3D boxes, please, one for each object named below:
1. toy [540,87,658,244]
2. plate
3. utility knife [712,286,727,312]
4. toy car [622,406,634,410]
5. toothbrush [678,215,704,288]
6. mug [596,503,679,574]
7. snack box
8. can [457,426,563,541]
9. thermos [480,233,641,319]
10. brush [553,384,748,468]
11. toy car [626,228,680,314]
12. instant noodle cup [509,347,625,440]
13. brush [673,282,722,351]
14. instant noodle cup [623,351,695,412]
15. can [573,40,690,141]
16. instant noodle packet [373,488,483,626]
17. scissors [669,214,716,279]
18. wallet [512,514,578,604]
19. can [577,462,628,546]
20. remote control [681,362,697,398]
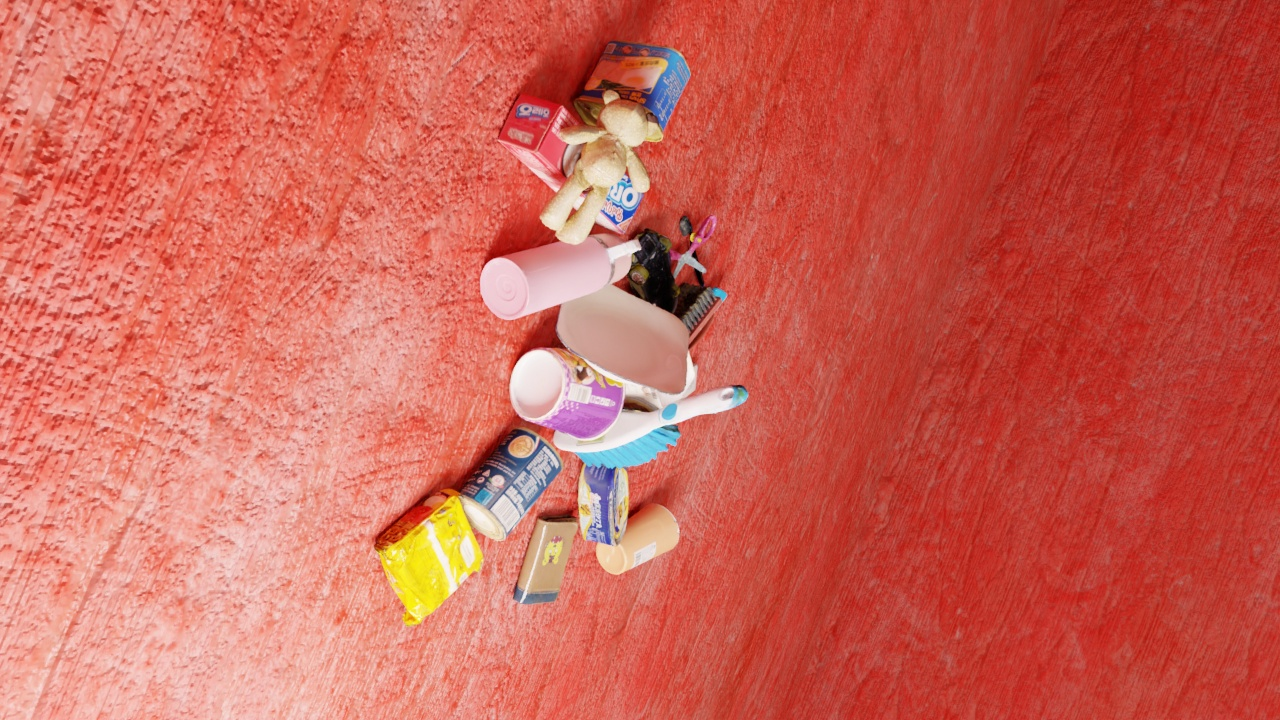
[{"bbox_3d":[-0.043,-0.189,0.907,0.105,0.066,0.157,31,86,-19],"label":"toy"},{"bbox_3d":[-0.022,-0.024,1.057,0.034,0.164,0.163,-56,-166,34],"label":"plate"},{"bbox_3d":[0.072,-0.038,1.366,0.182,0.018,0.034,-53,150,-14],"label":"utility knife"},{"bbox_3d":[-0.026,0.064,1.239,0.048,0.032,0.105,-53,173,12],"label":"toy car"},{"bbox_3d":[0.079,-0.140,1.324,0.016,0.014,0.189,-49,147,-20],"label":"toothbrush"},{"bbox_3d":[-0.007,0.275,1.392,0.122,0.078,0.078,-21,126,-50],"label":"mug"},{"bbox_3d":[-0.068,-0.202,0.972,0.057,0.058,0.207,-64,152,-5],"label":"snack box"},{"bbox_3d":[-0.150,0.140,1.038,0.110,0.075,0.075,-50,147,-31],"label":"can"},{"bbox_3d":[-0.077,-0.099,0.997,0.198,0.087,0.067,-24,95,-52],"label":"thermos"},{"bbox_3d":[0.017,0.077,1.079,0.109,0.315,0.060,28,59,-46],"label":"brush"},{"bbox_3d":[0.015,-0.102,1.204,0.070,0.042,0.158,-53,147,-28],"label":"toy car"},{"bbox_3d":[-0.089,0.033,1.052,0.099,0.112,0.111,13,97,-53],"label":"instant noodle cup"},{"bbox_3d":[0.056,-0.040,1.297,0.145,0.063,0.069,-52,134,-28],"label":"brush"},{"bbox_3d":[-0.007,0.007,1.151,0.116,0.124,0.116,-55,149,-24],"label":"instant noodle cup"},{"bbox_3d":[-0.007,-0.288,0.975,0.083,0.102,0.057,-64,151,-13],"label":"can"},{"bbox_3d":[-0.225,0.211,0.985,0.110,0.044,0.129,-39,137,-34],"label":"instant noodle packet"},{"bbox_3d":[0.061,-0.147,1.268,0.134,0.017,0.133,15,108,-54],"label":"scissors"},{"bbox_3d":[-0.124,0.263,1.218,0.090,0.033,0.115,14,92,-61],"label":"wallet"},{"bbox_3d":[-0.050,0.193,1.261,0.074,0.049,0.148,-63,159,-48],"label":"can"},{"bbox_3d":[0.048,0.048,1.386,0.124,0.024,0.049,-35,137,-48],"label":"remote control"}]
